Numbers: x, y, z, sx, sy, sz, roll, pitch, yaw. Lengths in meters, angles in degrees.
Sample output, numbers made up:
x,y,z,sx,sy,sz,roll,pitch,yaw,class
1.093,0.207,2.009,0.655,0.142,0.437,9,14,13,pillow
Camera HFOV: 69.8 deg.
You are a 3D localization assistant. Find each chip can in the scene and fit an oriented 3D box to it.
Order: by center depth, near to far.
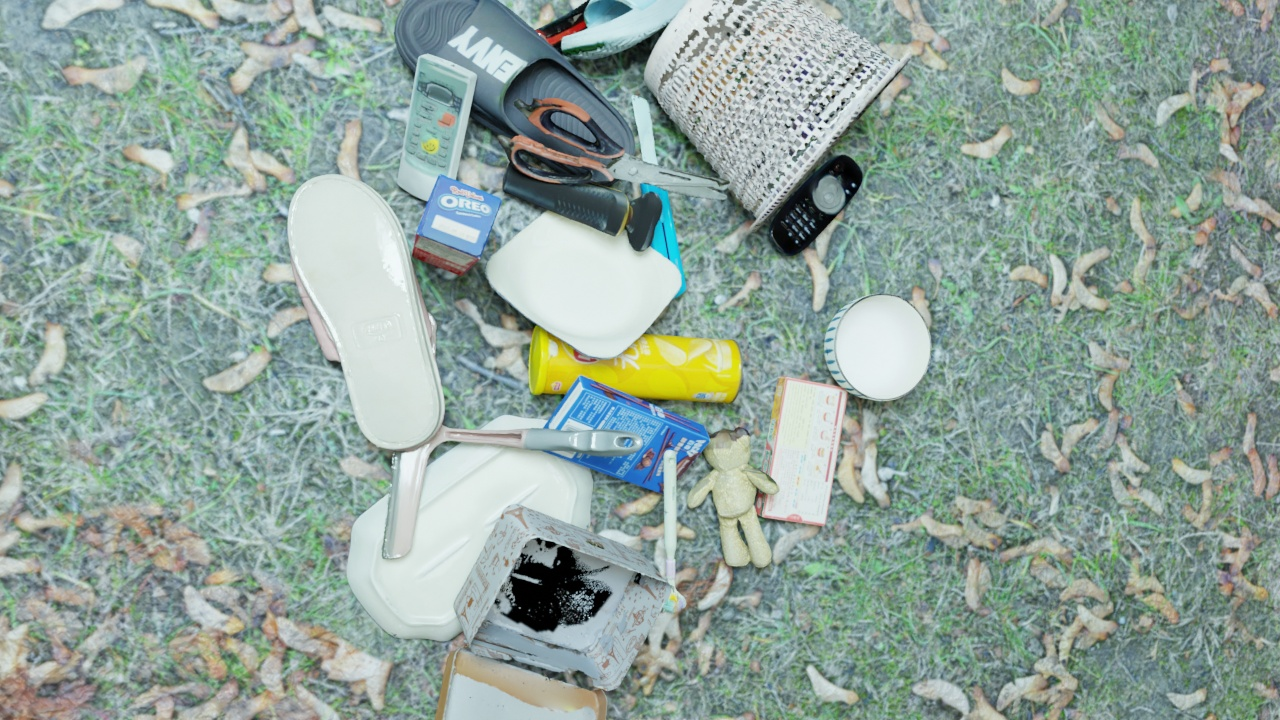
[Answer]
x,y,z,sx,sy,sz,roll,pitch,yaw,class
-0.006,0.006,0.946,0.213,0.072,0.072,4,90,-16,chip can

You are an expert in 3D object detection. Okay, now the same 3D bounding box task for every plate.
x,y,z,sx,sy,sz,roll,pitch,yaw,class
-0.057,-0.077,0.917,0.163,0.034,0.163,37,53,8,plate
-0.166,0.171,0.925,0.265,0.034,0.162,-35,100,-11,plate

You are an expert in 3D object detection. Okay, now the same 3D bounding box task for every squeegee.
x,y,z,sx,sy,sz,roll,pitch,yaw,class
-0.115,0.075,0.882,0.250,0.040,0.247,2,79,15,squeegee

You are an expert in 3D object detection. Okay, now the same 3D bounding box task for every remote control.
x,y,z,sx,sy,sz,roll,pitch,yaw,class
-0.195,-0.217,0.873,0.056,0.019,0.135,25,121,8,remote control
0.192,-0.171,1.016,0.053,0.024,0.136,45,80,-11,remote control

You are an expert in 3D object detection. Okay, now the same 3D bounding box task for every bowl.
x,y,z,sx,sy,sz,roll,pitch,yaw,class
0.253,-0.014,1.013,0.116,0.066,0.116,1,88,-15,bowl

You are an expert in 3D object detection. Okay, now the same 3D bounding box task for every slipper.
x,y,z,sx,sy,sz,roll,pitch,yaw,class
-0.260,-0.046,0.881,0.114,0.054,0.274,-20,91,-6,slipper
-0.108,-0.269,0.894,0.268,0.083,0.110,34,85,-21,slipper
0.018,-0.384,0.910,0.245,0.104,0.074,-44,119,-16,slipper

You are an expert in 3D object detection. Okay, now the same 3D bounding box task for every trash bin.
x,y,z,sx,sy,sz,roll,pitch,yaw,class
0.119,-0.273,0.912,0.192,0.228,0.227,42,81,0,trash bin

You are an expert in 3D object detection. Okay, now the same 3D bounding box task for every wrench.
x,y,z,sx,sy,sz,roll,pitch,yaw,class
-0.089,-0.337,0.943,0.273,0.016,0.056,-31,104,-12,wrench

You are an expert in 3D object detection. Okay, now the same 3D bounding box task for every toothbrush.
x,y,z,sx,sy,sz,roll,pitch,yaw,class
0.033,0.180,0.959,0.029,0.020,0.190,-7,110,-15,toothbrush

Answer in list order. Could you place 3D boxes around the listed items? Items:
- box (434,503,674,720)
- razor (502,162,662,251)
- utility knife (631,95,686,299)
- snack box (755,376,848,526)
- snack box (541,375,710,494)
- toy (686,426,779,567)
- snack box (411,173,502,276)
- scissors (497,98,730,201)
x,y,z,sx,sy,sz,roll,pitch,yaw,class
-0.093,0.289,0.882,0.178,0.125,0.273,27,70,-27,box
-0.061,-0.162,0.927,0.167,0.067,0.062,18,112,2,razor
0.016,-0.168,0.961,0.034,0.018,0.216,-14,101,-16,utility knife
0.179,0.100,1.018,0.077,0.027,0.155,11,89,-14,snack box
-0.016,0.079,0.932,0.157,0.026,0.085,23,116,-26,snack box
0.105,0.149,0.985,0.105,0.066,0.157,-9,96,30,toy
-0.169,-0.117,0.828,0.058,0.208,0.057,22,86,-15,snack box
-0.021,-0.196,0.868,0.206,0.015,0.197,-14,133,25,scissors
